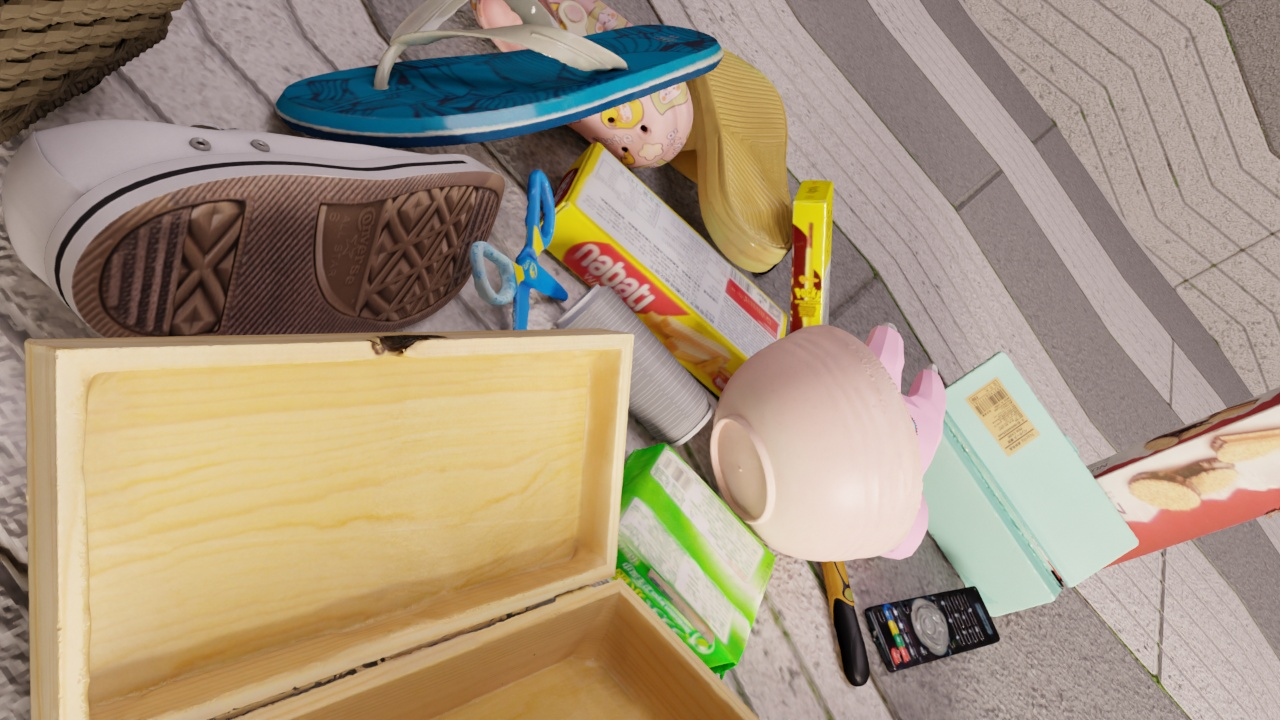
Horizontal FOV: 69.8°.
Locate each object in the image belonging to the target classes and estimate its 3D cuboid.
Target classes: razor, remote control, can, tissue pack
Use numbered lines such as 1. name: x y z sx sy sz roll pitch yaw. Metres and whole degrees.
1. razor: 0.131 0.147 0.622 0.044 0.021 0.144 20 49 -38
2. remote control: 0.214 0.196 0.674 0.140 0.021 0.045 5 56 -41
3. can: -0.003 0.003 0.569 0.106 0.044 0.043 47 36 -8
4. tissue pack: 0.024 0.110 0.518 0.114 0.034 0.099 49 33 -6

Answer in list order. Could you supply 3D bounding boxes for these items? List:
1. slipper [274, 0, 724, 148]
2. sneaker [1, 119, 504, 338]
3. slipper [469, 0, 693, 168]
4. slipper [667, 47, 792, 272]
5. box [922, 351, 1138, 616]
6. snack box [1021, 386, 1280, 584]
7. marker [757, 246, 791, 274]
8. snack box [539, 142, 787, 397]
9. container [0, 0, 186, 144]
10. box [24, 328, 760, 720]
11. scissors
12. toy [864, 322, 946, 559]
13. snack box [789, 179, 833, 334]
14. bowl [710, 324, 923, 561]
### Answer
1. slipper: -0.066 -0.183 0.543 0.294 0.060 0.118 -24 46 -34
2. sneaker: -0.166 -0.069 0.427 0.097 0.091 0.244 35 27 19
3. slipper: -0.049 -0.210 0.666 0.197 0.093 0.081 42 47 -15
4. slipper: 0.068 -0.168 0.766 0.099 0.079 0.262 28 43 -30
5. box: 0.285 0.103 0.733 0.187 0.139 0.055 54 28 3
6. snack box: 0.395 0.113 0.729 0.044 0.274 0.076 -30 85 -48
7. marker: 0.130 -0.104 0.833 0.133 0.018 0.015 -45 117 -54
8. snack box: 0.021 -0.058 0.650 0.200 0.042 0.092 40 37 -19
9. container: -0.259 -0.136 0.255 0.176 0.206 0.320 39 38 -19
10. box: -0.072 0.107 0.342 0.247 0.119 0.252 -4 74 -52
11. scissors: -0.066 -0.054 0.532 0.127 0.013 0.125 23 68 -67
12. toy: 0.175 0.061 0.678 0.123 0.067 0.157 36 58 -30
13. snack box: 0.132 -0.059 0.710 0.061 0.026 0.149 -57 148 -60
14. bowl: 0.091 0.058 0.562 0.076 0.153 0.153 -13 69 -24
